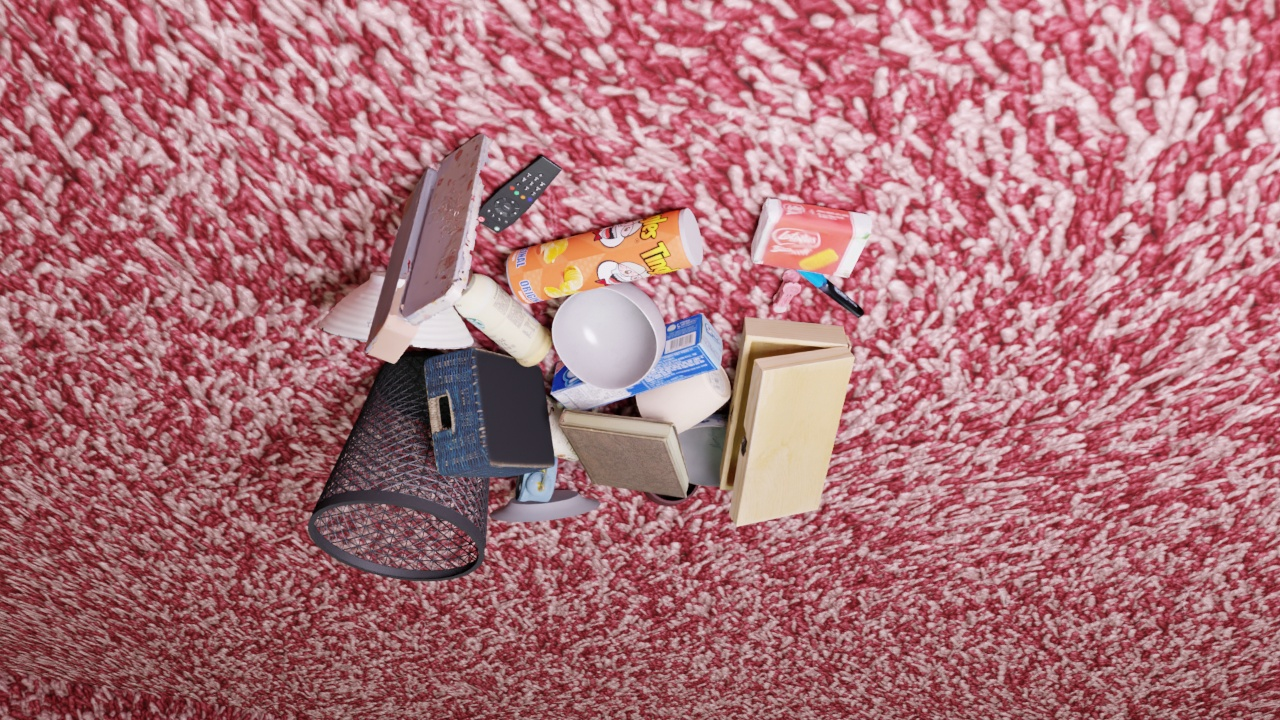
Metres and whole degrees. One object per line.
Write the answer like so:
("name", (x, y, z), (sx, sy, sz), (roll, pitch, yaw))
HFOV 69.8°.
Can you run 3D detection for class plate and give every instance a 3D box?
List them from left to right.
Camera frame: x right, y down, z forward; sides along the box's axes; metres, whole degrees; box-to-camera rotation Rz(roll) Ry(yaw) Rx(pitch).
("plate", (-0.148, 0.221, 1.426), (0.173, 0.019, 0.173), (-5, -177, 0))

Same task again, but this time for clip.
("clip", (0.169, -0.084, 1.066), (0.022, 0.038, 0.059), (10, 141, -12))

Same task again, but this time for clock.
("clock", (-0.152, 0.164, 1.359), (0.051, 0.088, 0.125), (10, 158, -13))

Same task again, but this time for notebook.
("notebook", (-0.036, 0.126, 1.228), (0.190, 0.034, 0.216), (5, 153, 14))

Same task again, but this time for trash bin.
("trash bin", (-0.293, 0.132, 1.211), (0.217, 0.242, 0.217), (3, 142, 2))

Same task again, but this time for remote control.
("remote control", (-0.130, -0.178, 0.981), (0.039, 0.010, 0.125), (30, 136, -29))

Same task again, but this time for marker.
("marker", (0.219, -0.083, 1.056), (0.123, 0.018, 0.015), (32, 137, -31))

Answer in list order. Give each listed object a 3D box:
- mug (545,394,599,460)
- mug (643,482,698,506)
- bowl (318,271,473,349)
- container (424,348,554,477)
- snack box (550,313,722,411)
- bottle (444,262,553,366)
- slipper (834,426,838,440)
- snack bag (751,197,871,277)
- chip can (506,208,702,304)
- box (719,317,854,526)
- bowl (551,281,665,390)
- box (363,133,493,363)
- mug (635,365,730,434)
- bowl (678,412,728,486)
("mug", (-0.108, 0.084, 1.283), (0.097, 0.081, 0.122), (30, 110, -39))
("mug", (0.049, 0.175, 1.374), (0.114, 0.087, 0.088), (-18, 166, -17))
("bowl", (-0.281, -0.064, 1.074), (0.177, 0.177, 0.071), (8, 98, -3))
("container", (-0.182, 0.069, 1.146), (0.071, 0.145, 0.187), (-13, 169, 18))
("snack box", (-0.007, 0.007, 1.168), (0.227, 0.059, 0.059), (-19, 133, 27))
("bottle", (-0.175, -0.057, 1.106), (0.057, 0.056, 0.162), (-20, 135, 29))
("slipper", (0.227, 0.121, 1.288), (0.104, 0.059, 0.214), (-5, 143, 9))
("snack bag", (0.181, -0.131, 0.985), (0.116, 0.036, 0.077), (9, 143, -4))
("chip can", (-0.041, -0.113, 1.012), (0.211, 0.062, 0.062), (-11, 140, 20))
("box", (0.181, 0.086, 1.143), (0.140, 0.122, 0.249), (8, 125, 3))
("bowl", (-0.032, -0.037, 1.091), (0.132, 0.064, 0.132), (8, 117, 16))
("box", (-0.203, -0.115, 0.906), (0.058, 0.216, 0.154), (26, 140, -28))
("mug", (0.068, 0.045, 1.201), (0.105, 0.085, 0.111), (-30, 159, 32))
("bowl", (0.104, 0.114, 1.292), (0.151, 0.056, 0.151), (3, 139, 3))
